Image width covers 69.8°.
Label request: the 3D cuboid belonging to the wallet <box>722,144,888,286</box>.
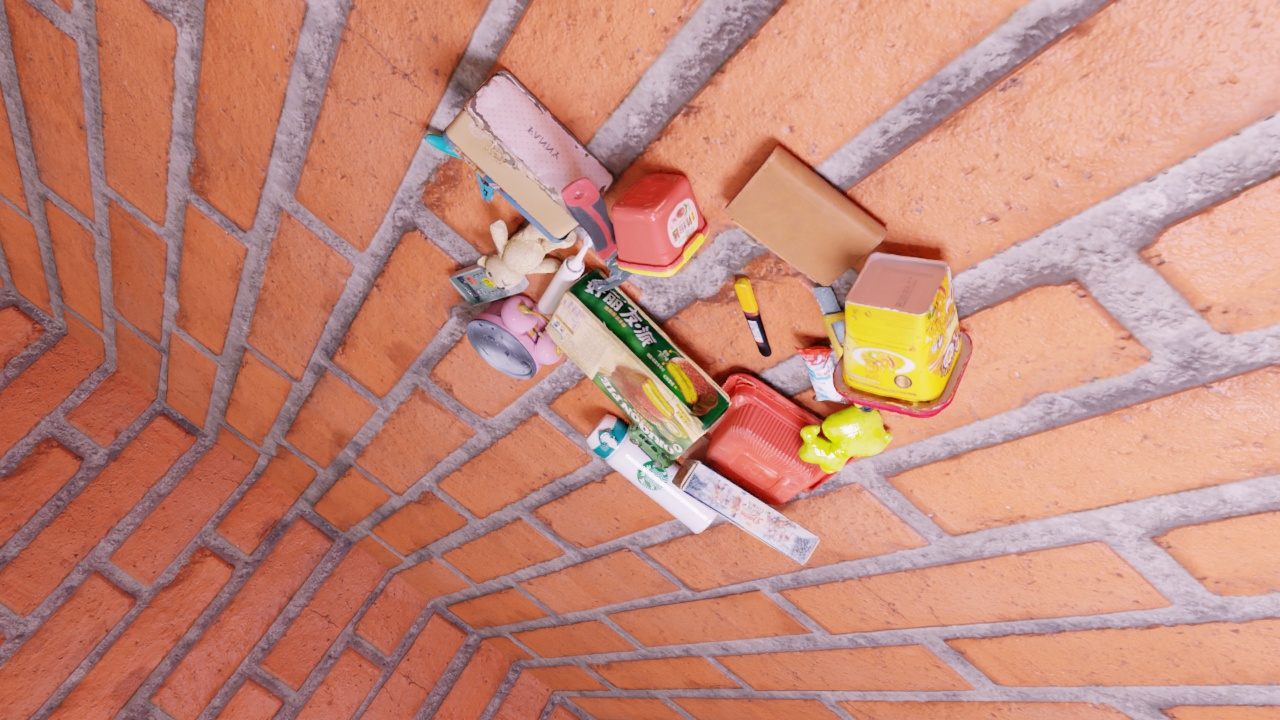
[{"bbox_3d":[0.153,-0.132,0.876,0.132,0.031,0.108,36,145,-4],"label":"wallet"}]

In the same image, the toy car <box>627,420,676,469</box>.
[{"bbox_3d":[0.021,0.118,1.328,0.091,0.043,0.036,47,146,-22],"label":"toy car"}]

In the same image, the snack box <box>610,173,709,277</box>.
[{"bbox_3d":[0.015,-0.141,0.938,0.082,0.091,0.080,11,135,33],"label":"snack box"}]

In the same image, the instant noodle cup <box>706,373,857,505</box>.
[{"bbox_3d":[0.159,0.110,1.159,0.189,0.078,0.165,33,149,3],"label":"instant noodle cup"}]

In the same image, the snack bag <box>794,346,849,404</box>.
[{"bbox_3d":[0.206,0.017,1.035,0.048,0.026,0.104,4,138,27],"label":"snack bag"}]

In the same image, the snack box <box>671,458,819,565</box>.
[{"bbox_3d":[0.132,0.196,1.215,0.182,0.045,0.178,32,175,1],"label":"snack box"}]

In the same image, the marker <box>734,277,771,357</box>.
[{"bbox_3d":[0.129,-0.047,1.034,0.018,0.015,0.124,13,145,33],"label":"marker"}]

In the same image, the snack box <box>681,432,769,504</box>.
[{"bbox_3d":[0.127,0.147,1.288,0.157,0.026,0.085,36,149,-3],"label":"snack box"}]

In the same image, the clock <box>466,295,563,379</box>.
[{"bbox_3d":[-0.168,-0.035,1.277,0.159,0.059,0.117,-8,129,50],"label":"clock"}]

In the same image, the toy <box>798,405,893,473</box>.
[{"bbox_3d":[0.236,0.090,1.065,0.096,0.031,0.100,27,114,-11],"label":"toy"}]

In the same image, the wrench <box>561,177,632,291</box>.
[{"bbox_3d":[-0.042,-0.129,0.971,0.273,0.056,0.016,68,176,-74],"label":"wrench"}]

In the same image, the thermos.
[{"bbox_3d":[0.018,0.167,1.375,0.224,0.073,0.073,39,148,-9],"label":"thermos"}]

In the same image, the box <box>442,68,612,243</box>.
[{"bbox_3d":[-0.110,-0.208,0.958,0.184,0.089,0.063,45,141,-16],"label":"box"}]

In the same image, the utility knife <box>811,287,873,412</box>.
[{"bbox_3d":[0.221,-0.009,0.984,0.190,0.033,0.015,58,-175,-35],"label":"utility knife"}]

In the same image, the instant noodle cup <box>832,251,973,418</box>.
[{"bbox_3d":[0.243,-0.027,0.859,0.116,0.116,0.124,13,141,30],"label":"instant noodle cup"}]

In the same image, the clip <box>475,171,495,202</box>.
[{"bbox_3d":[-0.182,-0.210,1.092,0.034,0.013,0.055,27,149,13],"label":"clip"}]

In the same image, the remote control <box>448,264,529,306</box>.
[{"bbox_3d":[-0.208,-0.108,1.250,0.135,0.019,0.056,-9,129,48],"label":"remote control"}]

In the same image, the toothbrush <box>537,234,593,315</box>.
[{"bbox_3d":[-0.088,-0.105,1.119,0.026,0.026,0.222,63,155,8],"label":"toothbrush"}]

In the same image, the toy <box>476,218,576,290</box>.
[{"bbox_3d":[-0.136,-0.131,1.109,0.105,0.066,0.158,25,149,-30],"label":"toy"}]

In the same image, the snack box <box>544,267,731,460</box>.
[{"bbox_3d":[-0.007,0.007,1.139,0.240,0.063,0.115,44,149,5],"label":"snack box"}]

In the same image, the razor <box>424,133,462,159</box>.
[{"bbox_3d":[-0.190,-0.231,1.056,0.132,0.028,0.043,26,113,10],"label":"razor"}]
